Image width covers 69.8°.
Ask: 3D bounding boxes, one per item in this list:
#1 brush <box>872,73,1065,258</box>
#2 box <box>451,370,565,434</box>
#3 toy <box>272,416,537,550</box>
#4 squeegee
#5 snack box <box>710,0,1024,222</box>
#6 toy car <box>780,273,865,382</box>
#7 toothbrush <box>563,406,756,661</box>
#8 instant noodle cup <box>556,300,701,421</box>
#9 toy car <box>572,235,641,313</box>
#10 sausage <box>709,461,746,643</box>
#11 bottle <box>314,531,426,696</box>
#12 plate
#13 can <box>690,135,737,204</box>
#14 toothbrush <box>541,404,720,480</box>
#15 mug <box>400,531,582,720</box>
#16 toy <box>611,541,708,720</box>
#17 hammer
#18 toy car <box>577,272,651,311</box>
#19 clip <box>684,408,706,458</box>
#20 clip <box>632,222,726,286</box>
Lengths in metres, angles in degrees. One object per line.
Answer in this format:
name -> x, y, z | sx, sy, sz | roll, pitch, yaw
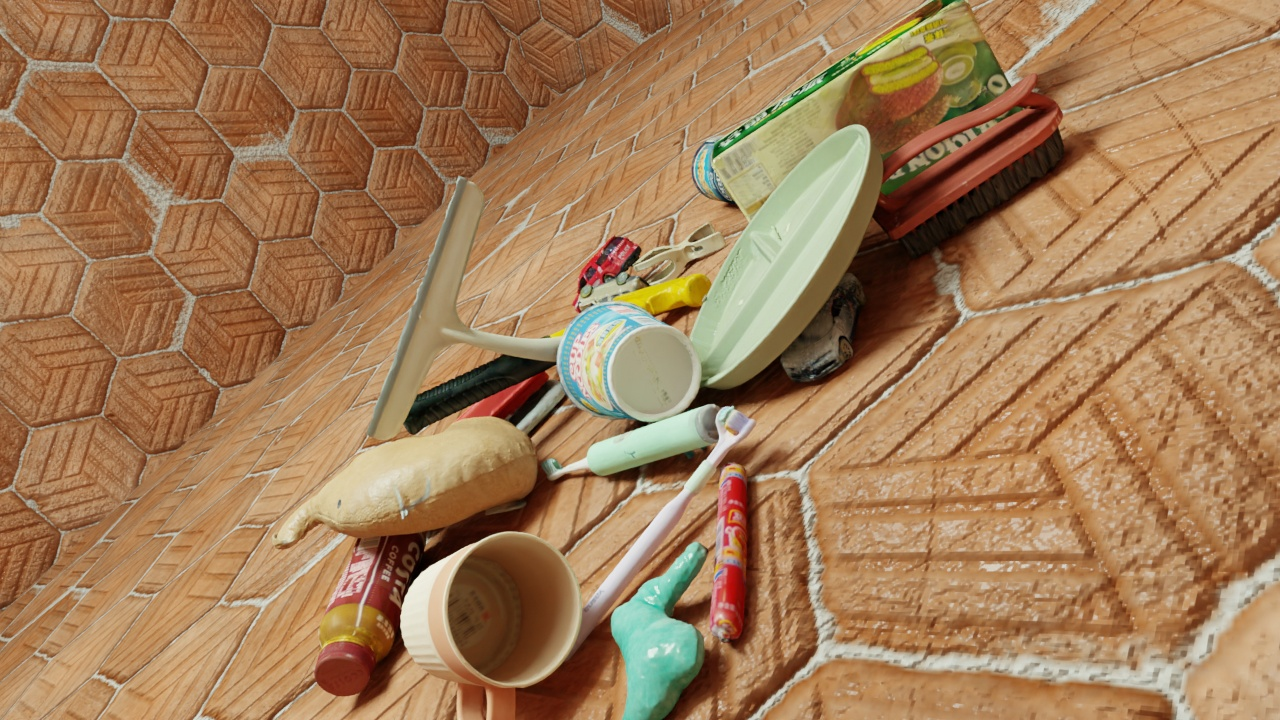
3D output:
brush -> 0.235, -0.143, 0.664 | 0.146, 0.069, 0.063 | -33, 22, 14
box -> -0.157, 0.085, 0.895 | 0.200, 0.068, 0.091 | -45, 1, -20
toy -> -0.194, 0.105, 0.755 | 0.225, 0.082, 0.143 | -16, 3, -14
squeegee -> -0.072, -0.013, 0.761 | 0.247, 0.246, 0.039 | -62, 41, 29
snack box -> 0.189, -0.197, 0.791 | 0.241, 0.114, 0.063 | -31, 21, 21
toy car -> 0.129, -0.026, 0.653 | 0.049, 0.031, 0.105 | -25, 26, 37
toothbrush -> 0.007, 0.107, 0.566 | 0.029, 0.021, 0.189 | 28, 76, 46
instant noodle cup -> -0.004, 0.004, 0.700 | 0.099, 0.099, 0.110 | -42, 14, -10
toy car -> -0.042, -0.095, 1.029 | 0.052, 0.045, 0.121 | -51, 2, -39
sausage -> 0.052, 0.103, 0.527 | 0.020, 0.020, 0.155 | -30, 22, 22
bottle -> -0.217, 0.190, 0.737 | 0.057, 0.057, 0.174 | -33, 21, 14
plate -> 0.106, -0.074, 0.699 | 0.231, 0.027, 0.229 | -56, 13, 19
can -> 0.107, -0.209, 1.008 | 0.075, 0.075, 0.111 | -40, 20, -3
toothbrush -> -0.014, 0.068, 0.683 | 0.026, 0.027, 0.225 | -37, 7, -37
mug -> -0.093, 0.167, 0.548 | 0.106, 0.081, 0.114 | -32, 56, 57
toy -> 0.009, 0.145, 0.492 | 0.096, 0.030, 0.092 | -51, 22, 2
hammer -> -0.080, -0.010, 0.846 | 0.300, 0.033, 0.129 | -26, 8, -21
toy car -> -0.028, -0.064, 0.974 | 0.091, 0.042, 0.035 | -13, 51, 39
clip -> 0.035, 0.053, 0.669 | 0.041, 0.014, 0.056 | -38, 21, 4
clip -> 0.040, -0.114, 0.982 | 0.098, 0.034, 0.064 | -32, 20, 2
